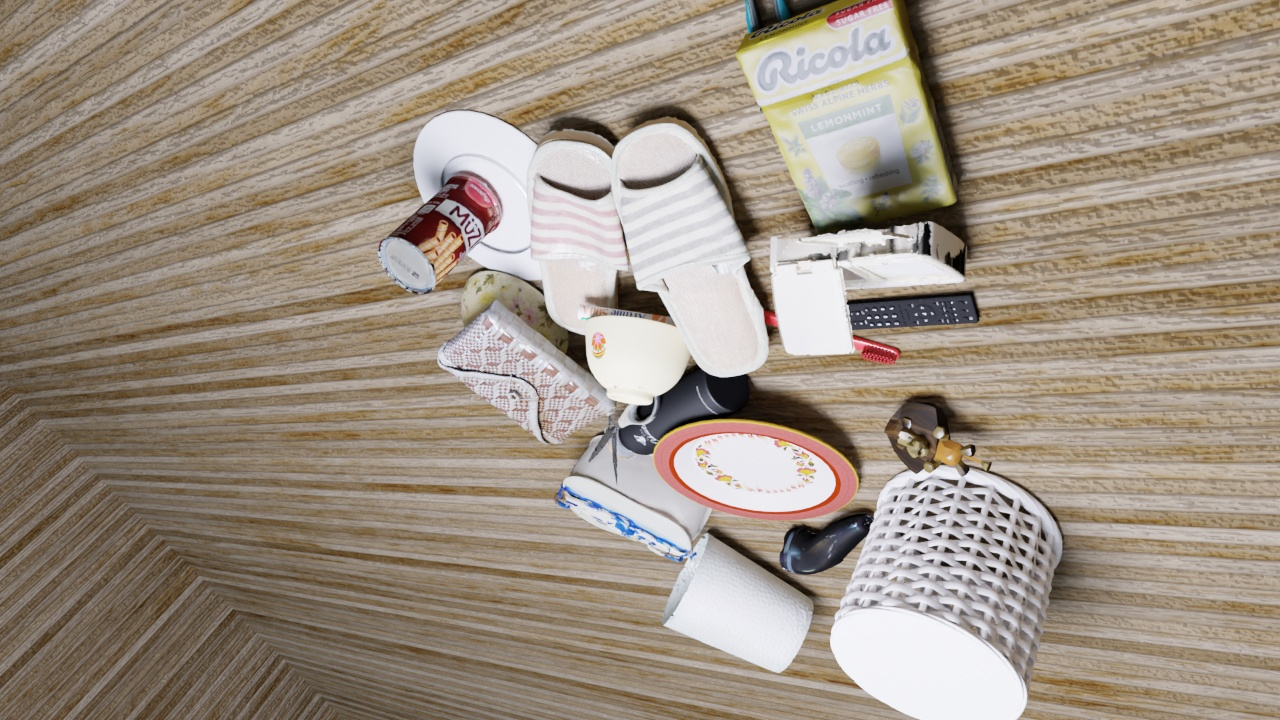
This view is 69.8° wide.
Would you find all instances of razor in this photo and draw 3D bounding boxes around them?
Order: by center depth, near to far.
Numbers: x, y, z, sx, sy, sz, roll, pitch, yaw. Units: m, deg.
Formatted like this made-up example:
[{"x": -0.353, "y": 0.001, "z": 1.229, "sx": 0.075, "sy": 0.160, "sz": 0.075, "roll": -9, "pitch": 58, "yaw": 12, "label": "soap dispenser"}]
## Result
[{"x": 0.218, "y": 0.210, "z": 1.079, "sx": 0.141, "sy": 0.052, "sz": 0.063, "roll": -47, "pitch": 64, "yaw": 45, "label": "razor"}]

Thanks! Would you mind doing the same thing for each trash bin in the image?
[{"x": 0.129, "y": 0.321, "z": 1.195, "sx": 0.161, "sy": 0.133, "sz": 0.134, "roll": 28, "pitch": 141, "yaw": 1, "label": "trash bin"}]

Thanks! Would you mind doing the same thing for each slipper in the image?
[{"x": 0.051, "y": -0.092, "z": 0.859, "sx": 0.115, "sy": 0.053, "sz": 0.273, "roll": -9, "pitch": 123, "yaw": 23, "label": "slipper"}, {"x": -0.062, "y": -0.112, "z": 0.932, "sx": 0.115, "sy": 0.052, "sz": 0.263, "roll": 14, "pitch": 141, "yaw": 10, "label": "slipper"}]

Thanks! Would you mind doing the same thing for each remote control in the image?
[{"x": 0.233, "y": -0.043, "z": 0.835, "sx": 0.140, "sy": 0.009, "sz": 0.030, "roll": -2, "pitch": 128, "yaw": 37, "label": "remote control"}]

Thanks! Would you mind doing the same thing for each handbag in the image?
[{"x": -0.130, "y": 0.023, "z": 1.036, "sx": 0.186, "sy": 0.046, "sz": 0.124, "roll": 39, "pitch": 133, "yaw": -19, "label": "handbag"}, {"x": -0.012, "y": 0.201, "z": 1.203, "sx": 0.201, "sy": 0.092, "sz": 0.200, "roll": 23, "pitch": 147, "yaw": 13, "label": "handbag"}]

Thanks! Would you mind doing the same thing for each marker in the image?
[{"x": 0.007, "y": -0.041, "z": 0.961, "sx": 0.145, "sy": 0.017, "sz": 0.017, "roll": 8, "pitch": 137, "yaw": 4, "label": "marker"}]

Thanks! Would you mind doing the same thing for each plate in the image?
[{"x": -0.159, "y": -0.168, "z": 0.982, "sx": 0.209, "sy": 0.015, "sz": 0.209, "roll": 20, "pitch": 139, "yaw": 18, "label": "plate"}, {"x": 0.128, "y": 0.121, "z": 1.034, "sx": 0.230, "sy": 0.021, "sz": 0.230, "roll": 10, "pitch": 147, "yaw": 6, "label": "plate"}]

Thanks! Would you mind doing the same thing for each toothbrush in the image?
[{"x": 0.148, "y": -0.032, "z": 0.901, "sx": 0.213, "sy": 0.017, "sz": 0.012, "roll": 18, "pitch": 138, "yaw": 20, "label": "toothbrush"}]

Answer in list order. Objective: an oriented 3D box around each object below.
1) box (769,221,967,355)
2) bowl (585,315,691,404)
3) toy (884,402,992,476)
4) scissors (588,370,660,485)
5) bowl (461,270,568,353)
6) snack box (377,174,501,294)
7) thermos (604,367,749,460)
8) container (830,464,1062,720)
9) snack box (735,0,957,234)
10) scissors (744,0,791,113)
[{"x": 0.160, "y": -0.056, "z": 0.727, "sx": 0.144, "sy": 0.099, "sz": 0.183, "roll": -2, "pitch": 172, "yaw": 39, "label": "box"}, {"x": -0.006, "y": 0.006, "z": 0.961, "sx": 0.118, "sy": 0.074, "sz": 0.118, "roll": 9, "pitch": 168, "yaw": 2, "label": "bowl"}, {"x": 0.285, "y": 0.082, "z": 0.880, "sx": 0.100, "sy": 0.062, "sz": 0.076, "roll": 29, "pitch": 126, "yaw": 36, "label": "toy"}, {"x": -0.026, "y": 0.061, "z": 1.058, "sx": 0.158, "sy": 0.012, "sz": 0.171, "roll": -22, "pitch": 82, "yaw": 51, "label": "scissors"}, {"x": -0.162, "y": -0.030, "z": 1.084, "sx": 0.145, "sy": 0.063, "sz": 0.145, "roll": 20, "pitch": 141, "yaw": 17, "label": "bowl"}, {"x": -0.204, "y": -0.130, "z": 0.941, "sx": 0.072, "sy": 0.121, "sz": 0.072, "roll": 19, "pitch": 138, "yaw": 18, "label": "snack box"}, {"x": 0.028, "y": 0.066, "z": 1.051, "sx": 0.061, "sy": 0.061, "sz": 0.232, "roll": 44, "pitch": 140, "yaw": -11, "label": "thermos"}, {"x": 0.309, "y": 0.236, "z": 0.926, "sx": 0.189, "sy": 0.186, "sz": 0.190, "roll": 20, "pitch": 139, "yaw": 18, "label": "container"}, {"x": 0.162, "y": -0.181, "z": 0.702, "sx": 0.121, "sy": 0.045, "sz": 0.181, "roll": -9, "pitch": 128, "yaw": 31, "label": "snack box"}, {"x": 0.119, "y": -0.224, "z": 0.726, "sx": 0.136, "sy": 0.019, "sz": 0.139, "roll": 35, "pitch": 136, "yaw": -9, "label": "scissors"}]
